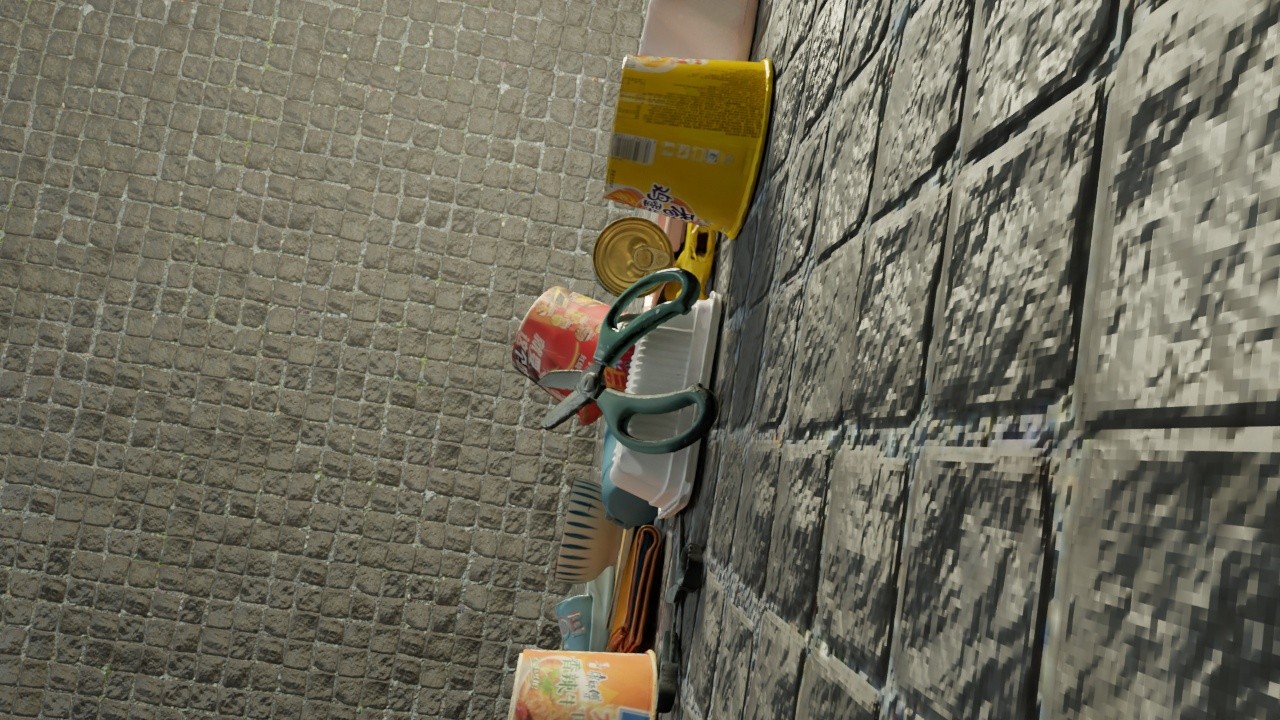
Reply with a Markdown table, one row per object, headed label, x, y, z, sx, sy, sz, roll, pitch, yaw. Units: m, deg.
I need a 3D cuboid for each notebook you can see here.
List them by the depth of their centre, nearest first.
| label | x | y | z | sx | sy | sz | roll | pitch | yaw |
| --- | --- | --- | --- | --- | --- | --- | --- | --- | --- |
| notebook | -0.012 | 0.183 | 1.056 | 0.211 | 0.012 | 0.150 | -80 | 0 | -62 |

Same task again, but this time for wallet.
| label | x | y | z | sx | sy | sz | roll | pitch | yaw |
| --- | --- | --- | --- | --- | --- | --- | --- | --- | --- |
| wallet | -0.009 | 0.227 | 0.852 | 0.131 | 0.035 | 0.118 | 104 | 174 | -63 |

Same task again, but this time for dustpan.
| label | x | y | z | sx | sy | sz | roll | pitch | yaw |
| --- | --- | --- | --- | --- | --- | --- | --- | --- | --- |
| dustpan | 0.097 | -0.329 | 0.915 | 0.273 | 0.139 | 0.223 | -52 | -3 | -10 |

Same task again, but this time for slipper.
| label | x | y | z | sx | sy | sz | roll | pitch | yaw |
| --- | --- | --- | --- | --- | --- | --- | --- | --- | --- |
| slipper | -0.067 | 0.293 | 1.125 | 0.104 | 0.074 | 0.245 | 99 | 174 | -76 |

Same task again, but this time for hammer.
| label | x | y | z | sx | sy | sz | roll | pitch | yaw |
| --- | --- | --- | --- | --- | --- | --- | --- | --- | --- |
| hammer | 0.038 | -0.071 | 0.937 | 0.301 | 0.033 | 0.128 | 115 | 164 | -75 |

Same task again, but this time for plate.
| label | x | y | z | sx | sy | sz | roll | pitch | yaw |
| --- | --- | --- | --- | --- | --- | --- | --- | --- | --- |
| plate | 0.036 | -0.157 | 1.216 | 0.229 | 0.028 | 0.229 | -174 | 93 | -86 |

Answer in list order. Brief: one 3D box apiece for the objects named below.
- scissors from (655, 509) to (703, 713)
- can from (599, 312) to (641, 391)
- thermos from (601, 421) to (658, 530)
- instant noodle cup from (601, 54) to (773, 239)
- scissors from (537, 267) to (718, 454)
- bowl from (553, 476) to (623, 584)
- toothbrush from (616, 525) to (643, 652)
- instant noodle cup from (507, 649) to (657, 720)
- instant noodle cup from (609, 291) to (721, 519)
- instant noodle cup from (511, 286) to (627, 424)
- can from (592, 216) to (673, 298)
| label | x | y | z | sx | sy | sz | roll | pitch | yaw |
| --- | --- | --- | --- | --- | --- | --- | --- | --- | --- |
| scissors | 0.025 | 0.168 | 0.668 | 0.179 | 0.014 | 0.160 | -82 | 4 | -48 |
| can | -0.006 | 0.005 | 0.940 | 0.066 | 0.066 | 0.094 | -87 | -12 | -59 |
| thermos | -0.006 | 0.095 | 0.947 | 0.220 | 0.070 | 0.070 | -93 | 13 | -70 |
| instant noodle cup | 0.032 | -0.169 | 0.705 | 0.138 | 0.110 | 0.138 | -175 | 94 | -87 |
| scissors | -0.004 | 0.018 | 0.691 | 0.173 | 0.019 | 0.179 | -42 | 54 | 11 |
| bowl | -0.053 | 0.192 | 1.016 | 0.116 | 0.066 | 0.116 | 176 | 105 | -89 |
| toothbrush | -0.011 | 0.261 | 0.958 | 0.016 | 0.018 | 0.191 | 104 | 177 | -60 |
| instant noodle cup | -0.053 | 0.304 | 0.743 | 0.151 | 0.111 | 0.151 | -173 | 93 | -86 |
| instant noodle cup | 0.017 | 0.036 | 0.754 | 0.138 | 0.060 | 0.173 | 114 | 169 | -73 |
| instant noodle cup | -0.073 | -0.011 | 1.033 | 0.137 | 0.108 | 0.138 | -56 | -14 | -23 |
| can | -0.010 | -0.097 | 0.894 | 0.111 | 0.075 | 0.075 | -135 | 55 | -85 |
